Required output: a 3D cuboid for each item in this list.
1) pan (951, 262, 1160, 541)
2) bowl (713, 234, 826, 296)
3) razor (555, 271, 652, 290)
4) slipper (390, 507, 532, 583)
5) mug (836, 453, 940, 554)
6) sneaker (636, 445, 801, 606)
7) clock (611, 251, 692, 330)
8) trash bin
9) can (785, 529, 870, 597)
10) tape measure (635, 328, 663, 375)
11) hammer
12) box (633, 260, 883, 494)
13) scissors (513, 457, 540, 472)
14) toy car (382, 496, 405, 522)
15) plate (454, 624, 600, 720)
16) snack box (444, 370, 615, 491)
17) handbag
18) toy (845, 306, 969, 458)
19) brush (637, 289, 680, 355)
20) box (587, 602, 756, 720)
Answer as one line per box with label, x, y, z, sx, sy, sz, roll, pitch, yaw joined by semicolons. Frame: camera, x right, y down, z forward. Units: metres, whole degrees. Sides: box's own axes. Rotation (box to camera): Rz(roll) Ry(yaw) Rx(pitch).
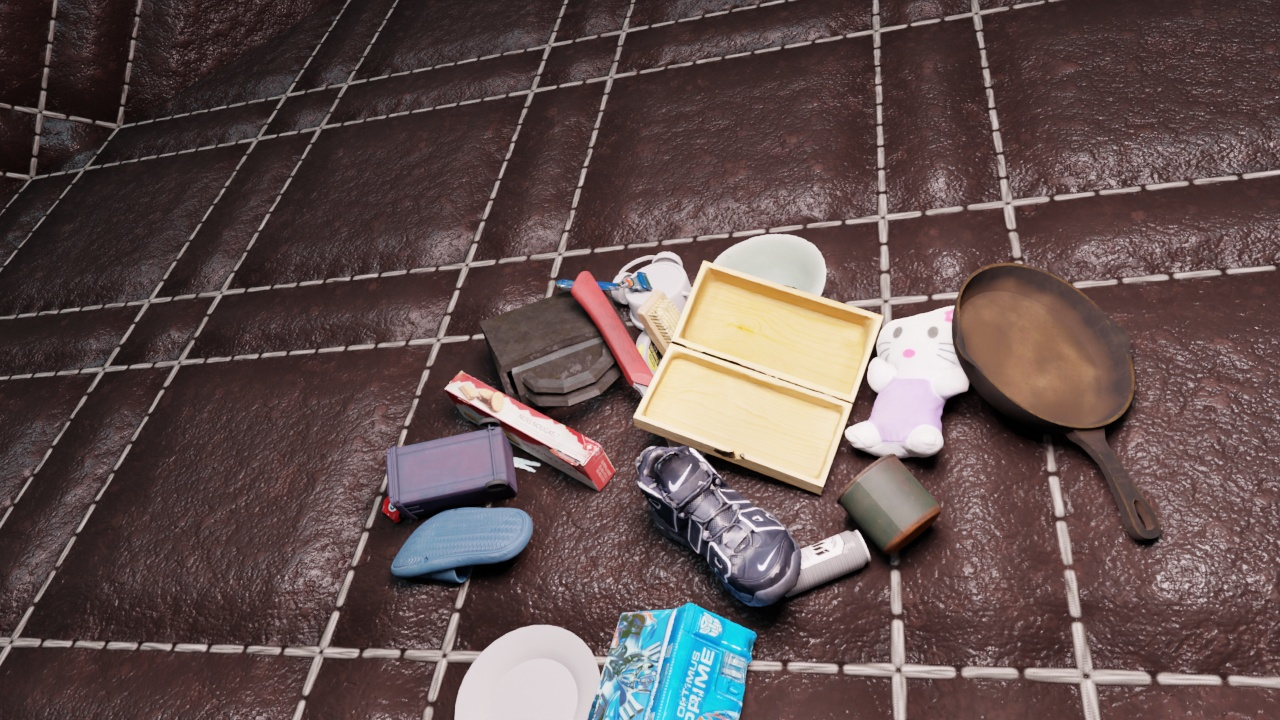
pan;0.480;0.043;1.046;0.248;0.043;0.355;-5;60;-21
bowl;0.183;-0.099;1.311;0.174;0.068;0.173;-9;48;11
razor;-0.055;-0.111;1.341;0.140;0.018;0.043;-3;39;-14
slipper;-0.226;0.236;1.177;0.214;0.059;0.103;-14;35;25
mug;0.286;0.159;1.029;0.110;0.085;0.081;-10;53;-46
sneaker;0.076;0.163;1.029;0.097;0.151;0.253;-43;34;-13
clock;0.022;-0.107;1.392;0.120;0.061;0.159;-28;41;-6
trash bin;-0.254;0.149;1.224;0.161;0.092;0.093;-12;63;1
can;0.200;0.227;1.028;0.106;0.044;0.044;-22;46;1
tape measure;0.013;-0.013;1.303;0.017;0.064;0.064;4;56;24
hammer;-0.007;0.007;1.230;0.126;0.036;0.315;-21;66;-22
box;0.152;0.016;1.174;0.247;0.076;0.256;19;63;15
scissors;-0.197;0.141;1.285;0.134;0.016;0.073;18;53;27
toy car;-0.321;0.183;1.283;0.038;0.025;0.089;28;64;37
plate;-0.124;0.382;1.031;0.173;0.019;0.172;-11;47;12
snack box;-0.157;0.095;1.257;0.273;0.077;0.044;24;64;33
handbag;-0.105;-0.002;1.311;0.197;0.102;0.199;-20;37;-9
toy;0.342;0.028;1.120;0.138;0.085;0.208;-2;53;44
brush;0.043;-0.040;1.277;0.039;0.117;0.049;6;48;51
box;0.017;0.370;0.939;0.167;0.075;0.242;7;52;17
